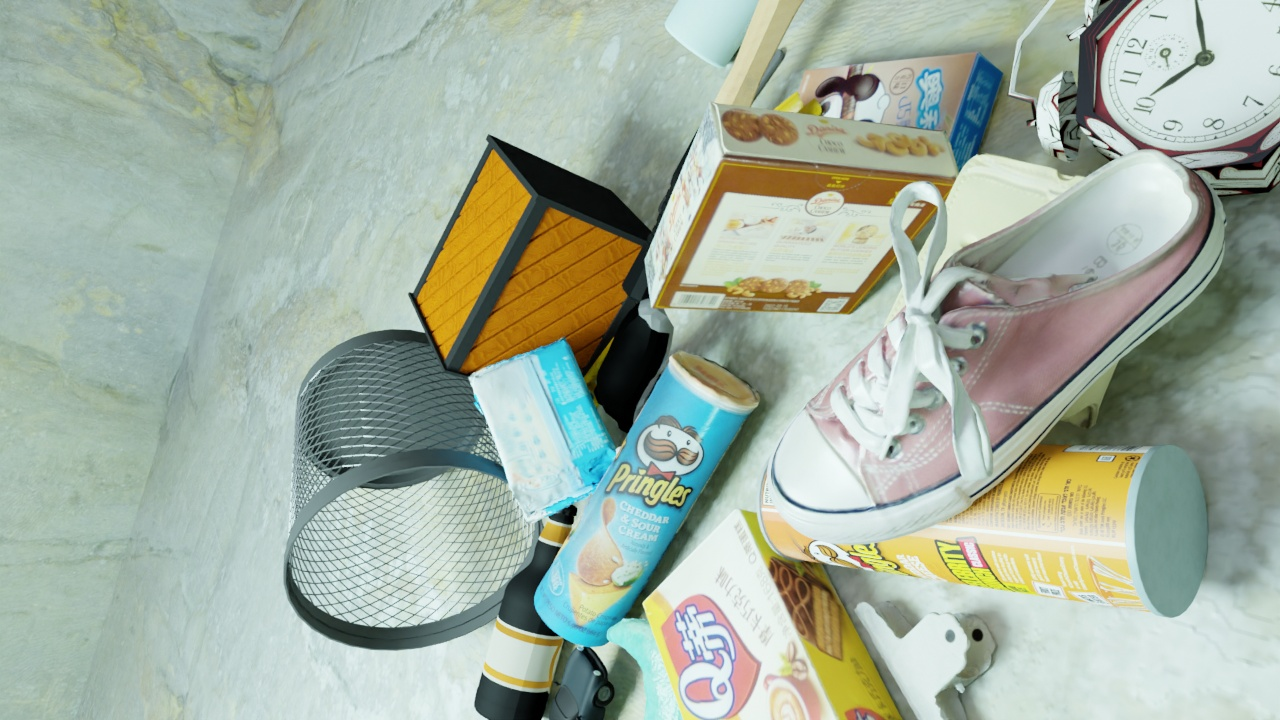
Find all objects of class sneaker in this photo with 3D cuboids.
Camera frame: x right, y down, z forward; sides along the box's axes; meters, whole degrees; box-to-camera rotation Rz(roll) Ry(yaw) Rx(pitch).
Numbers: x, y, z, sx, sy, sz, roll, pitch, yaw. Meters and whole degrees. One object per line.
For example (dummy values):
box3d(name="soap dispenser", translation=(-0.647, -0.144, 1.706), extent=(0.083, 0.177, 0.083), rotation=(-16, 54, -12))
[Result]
box3d(name="sneaker", translation=(0.140, -0.003, 0.411), extent=(0.242, 0.087, 0.118), rotation=(-45, 48, 22))

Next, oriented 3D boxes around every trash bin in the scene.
box3d(name="trash bin", translation=(-0.097, -0.079, 0.835), extent=(0.172, 0.139, 0.139), rotation=(-58, 38, 18))
box3d(name="trash bin", translation=(-0.222, 0.110, 0.866), extent=(0.218, 0.217, 0.227), rotation=(-56, 35, 21))

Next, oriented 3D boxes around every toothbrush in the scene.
box3d(name="toothbrush", translation=(0.067, -0.190, 0.776), extent=(0.168, 0.013, 0.013), rotation=(-53, 40, 22))

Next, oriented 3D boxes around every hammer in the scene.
box3d(name="hammer", translation=(0.067, -0.188, 0.708), extent=(0.329, 0.131, 0.039), rotation=(-65, 36, 25))

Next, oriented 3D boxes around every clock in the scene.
box3d(name="clock", translation=(0.261, -0.141, 0.453), extent=(0.155, 0.065, 0.115), rotation=(29, 100, 38))

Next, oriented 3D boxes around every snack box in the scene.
box3d(name="snack box", translation=(0.160, -0.155, 0.620), extent=(0.151, 0.034, 0.087), rotation=(18, 90, 54))
box3d(name="snack box", translation=(0.090, -0.083, 0.551), extent=(0.147, 0.143, 0.041), rotation=(116, 152, -57))
box3d(name="snack box", translation=(0.086, 0.213, 0.539), extent=(0.110, 0.061, 0.230), rotation=(-51, 42, 27))

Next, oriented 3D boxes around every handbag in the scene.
box3d(name="handbag", translation=(0.203, -0.039, 0.477), extent=(0.111, 0.081, 0.119), rotation=(30, 99, 48))

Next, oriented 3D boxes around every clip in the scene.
box3d(name="clip", translation=(0.101, -0.158, 0.644), extent=(0.054, 0.045, 0.048), rotation=(-31, 27, 42))
box3d(name="clip", translation=(0.167, 0.162, 0.500), extent=(0.058, 0.050, 0.101), rotation=(-47, 44, 20))

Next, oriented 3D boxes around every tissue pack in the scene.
box3d(name="tissue pack", translation=(-0.078, 0.057, 0.757), extent=(0.062, 0.092, 0.144), rotation=(84, 162, -62))

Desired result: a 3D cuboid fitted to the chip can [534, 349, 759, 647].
box3d(name="chip can", translation=(0.001, 0.104, 0.687), extent=(0.230, 0.079, 0.080), rotation=(-60, 38, 17))

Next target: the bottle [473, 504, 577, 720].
box3d(name="bottle", translation=(-0.087, 0.208, 0.770), extent=(0.059, 0.059, 0.181), rotation=(11, 84, 54))

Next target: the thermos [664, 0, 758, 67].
box3d(name="thermos", translation=(0.103, -0.345, 0.749), extent=(0.078, 0.065, 0.207), rotation=(50, 117, 24))

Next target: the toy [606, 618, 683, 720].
box3d(name="toy", translation=(0.012, 0.233, 0.648), extent=(0.085, 0.033, 0.105), rotation=(-23, 67, 40))

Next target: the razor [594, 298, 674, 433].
box3d(name="razor", translation=(-0.004, 0.004, 0.708), extent=(0.057, 0.060, 0.156), rotation=(49, 161, 16))

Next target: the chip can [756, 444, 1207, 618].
box3d(name="chip can", translation=(0.164, 0.080, 0.482), extent=(0.215, 0.075, 0.075), rotation=(-5, 71, 52))

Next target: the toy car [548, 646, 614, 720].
box3d(name="toy car", translation=(-0.050, 0.273, 0.702), extent=(0.046, 0.034, 0.112), rotation=(39, 121, 52))

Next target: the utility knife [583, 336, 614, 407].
box3d(name="utility knife", translation=(-0.043, 0.024, 0.819), extent=(0.179, 0.030, 0.017), rotation=(-53, 5, 22))
